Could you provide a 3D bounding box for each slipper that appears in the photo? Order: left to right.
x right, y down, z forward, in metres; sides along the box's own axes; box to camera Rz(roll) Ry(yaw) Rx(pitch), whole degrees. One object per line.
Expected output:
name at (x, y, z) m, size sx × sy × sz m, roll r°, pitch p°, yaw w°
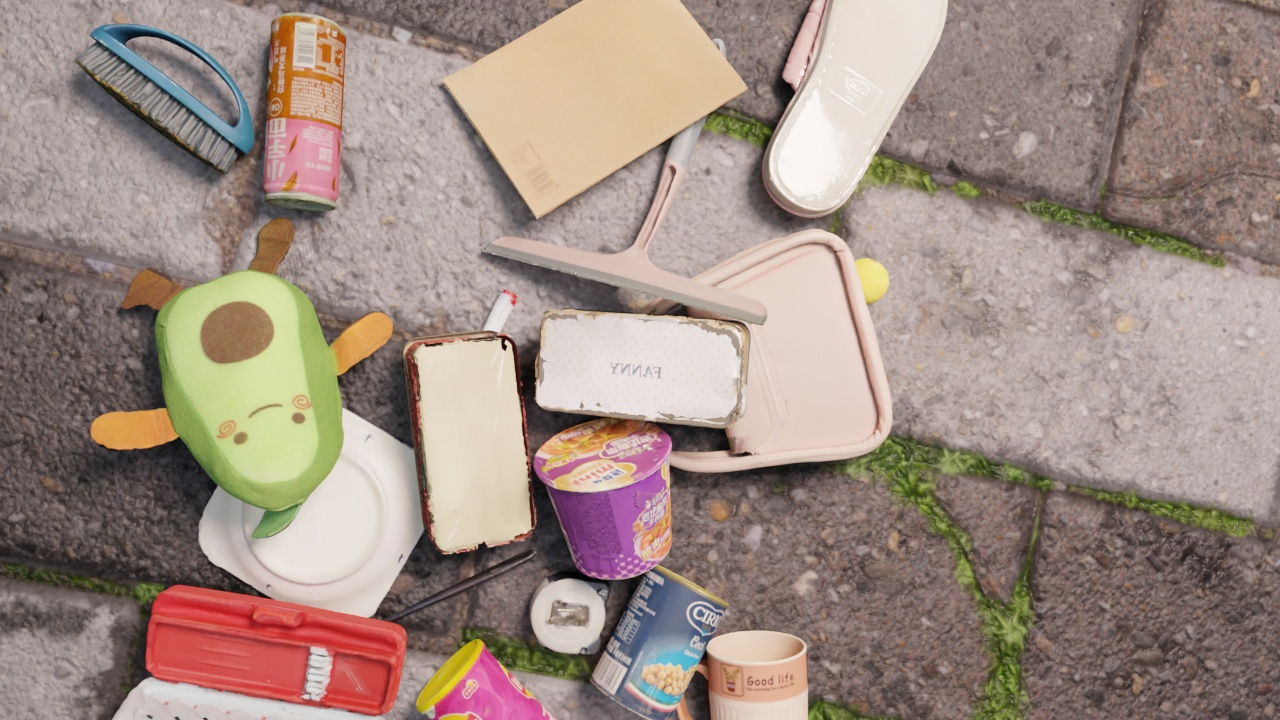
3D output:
slipper at (0.184, -0.249, 0.804) m, size 0.114 × 0.054 × 0.274 m, roll 25°, pitch 83°, yaw -7°

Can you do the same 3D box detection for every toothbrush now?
toothbrush at (-0.169, 0.202, 0.769) m, size 0.181 × 0.015 × 0.018 m, roll -26°, pitch 99°, yaw -7°

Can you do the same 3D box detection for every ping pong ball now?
ping pong ball at (0.199, -0.070, 0.811) m, size 0.040 × 0.040 × 0.040 m, roll 0°, pitch 89°, yaw -8°

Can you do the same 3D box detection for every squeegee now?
squeegee at (0.027, -0.164, 0.781) m, size 0.248 × 0.040 × 0.249 m, roll 17°, pitch 75°, yaw 18°

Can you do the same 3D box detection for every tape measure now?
tape measure at (-0.061, 0.213, 0.775) m, size 0.066 × 0.033 × 0.065 m, roll 7°, pitch 87°, yaw -8°

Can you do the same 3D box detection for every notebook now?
notebook at (-0.039, -0.231, 0.772) m, size 0.211 × 0.012 × 0.149 m, roll -33°, pitch 78°, yaw -7°

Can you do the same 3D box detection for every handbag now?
handbag at (0.082, 0.006, 0.782) m, size 0.234 × 0.093 × 0.193 m, roll -18°, pitch 92°, yaw 0°

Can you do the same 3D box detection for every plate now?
plate at (-0.262, 0.123, 0.747) m, size 0.164 × 0.034 × 0.163 m, roll 30°, pitch 85°, yaw -6°

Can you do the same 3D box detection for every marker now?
marker at (-0.142, 0.007, 0.774) m, size 0.017 × 0.017 × 0.145 m, roll 27°, pitch 86°, yaw -7°

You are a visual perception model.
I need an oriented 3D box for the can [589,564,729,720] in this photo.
can at (0.015, 0.234, 0.761) m, size 0.075 × 0.075 × 0.111 m, roll 29°, pitch 81°, yaw -7°

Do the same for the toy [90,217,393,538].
toy at (-0.301, 0.007, 0.704) m, size 0.226 × 0.090 × 0.246 m, roll -24°, pitch 73°, yaw -13°

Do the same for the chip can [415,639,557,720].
chip can at (-0.084, 0.327, 0.752) m, size 0.071 × 0.071 × 0.210 m, roll -44°, pitch 96°, yaw -6°

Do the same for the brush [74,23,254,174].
brush at (-0.366, -0.215, 0.724) m, size 0.144 × 0.055 × 0.073 m, roll 38°, pitch 86°, yaw -6°

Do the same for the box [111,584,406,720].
box at (-0.291, 0.255, 0.703) m, size 0.201 × 0.098 × 0.119 m, roll 12°, pitch 98°, yaw -4°

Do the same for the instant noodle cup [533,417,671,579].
instant noodle cup at (-0.022, 0.114, 0.742) m, size 0.111 × 0.111 × 0.099 m, roll -15°, pitch 114°, yaw -8°

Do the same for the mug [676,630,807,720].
mug at (0.085, 0.293, 0.778) m, size 0.115 × 0.081 × 0.106 m, roll -3°, pitch 91°, yaw 18°

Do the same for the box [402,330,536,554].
box at (-0.137, 0.064, 0.730) m, size 0.091 × 0.076 × 0.168 m, roll -7°, pitch 96°, yaw -19°

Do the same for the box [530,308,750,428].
box at (-0.004, 0.004, 0.739) m, size 0.184 × 0.060 × 0.090 m, roll 7°, pitch 95°, yaw 15°

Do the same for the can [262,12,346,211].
can at (-0.269, -0.197, 0.736) m, size 0.058 × 0.058 × 0.147 m, roll 3°, pitch 89°, yaw -8°
